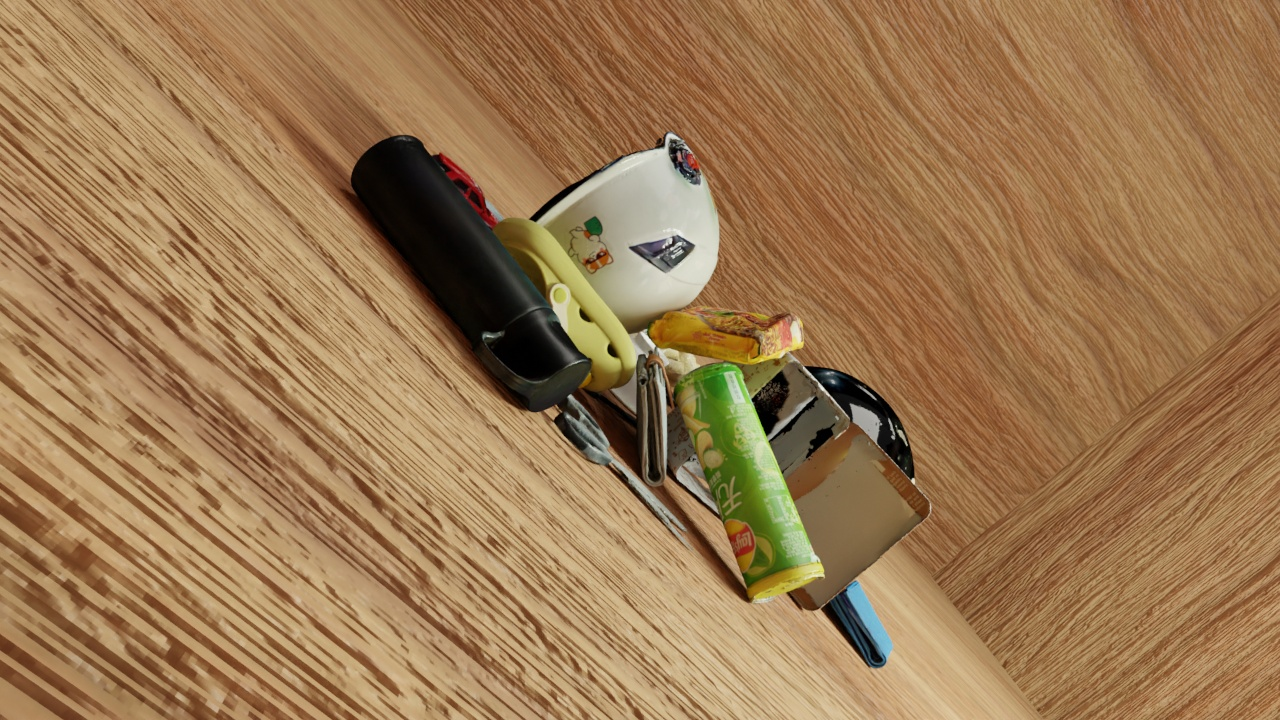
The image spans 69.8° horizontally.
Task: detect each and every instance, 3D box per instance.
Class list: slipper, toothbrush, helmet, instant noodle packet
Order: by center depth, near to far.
[{"bbox_3d":[-0.083,-0.037,0.825,0.092,0.081,0.190,0,-49,50],"label":"slipper"},{"bbox_3d":[0.086,-0.029,0.907,0.129,0.044,0.110,9,13,34],"label":"instant noodle packet"},{"bbox_3d":[-0.010,-0.109,0.945,0.157,0.230,0.273,53,15,-3],"label":"helmet"},{"bbox_3d":[-0.007,0.060,0.969,0.181,0.018,0.015,42,5,-47],"label":"toothbrush"},{"bbox_3d":[0.231,0.125,1.175,0.233,0.231,0.274,39,50,-50],"label":"helmet"}]

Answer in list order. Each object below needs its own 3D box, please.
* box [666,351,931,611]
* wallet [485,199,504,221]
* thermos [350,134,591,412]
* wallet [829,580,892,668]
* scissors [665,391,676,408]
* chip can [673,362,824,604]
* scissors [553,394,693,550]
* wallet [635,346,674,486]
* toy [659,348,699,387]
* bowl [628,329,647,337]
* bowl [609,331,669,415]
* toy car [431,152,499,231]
[{"bbox_3d":[0.157,0.117,0.984,0.272,0.179,0.130,46,6,-7],"label":"box"},{"bbox_3d":[-0.171,-0.154,1.150,0.121,0.019,0.097,48,9,-12],"label":"wallet"},{"bbox_3d":[-0.136,-0.070,0.702,0.242,0.068,0.089,50,19,18],"label":"thermos"},{"bbox_3d":[0.267,0.317,1.117,0.106,0.040,0.133,59,10,18],"label":"wallet"},{"bbox_3d":[0.065,0.068,1.316,0.225,0.022,0.220,48,7,11],"label":"scissors"},{"bbox_3d":[0.095,0.107,0.850,0.072,0.073,0.221,34,33,-62],"label":"chip can"},{"bbox_3d":[-0.018,0.092,0.762,0.163,0.014,0.166,54,7,26],"label":"scissors"},{"bbox_3d":[0.014,0.047,0.874,0.129,0.037,0.106,-96,-174,-77],"label":"wallet"},{"bbox_3d":[0.052,0.010,1.384,0.105,0.066,0.157,64,11,19],"label":"toy"},{"bbox_3d":[-0.014,-0.051,1.277,0.113,0.062,0.113,36,-10,7],"label":"bowl"},{"bbox_3d":[-0.006,0.006,1.063,0.118,0.065,0.118,47,8,-9],"label":"bowl"},{"bbox_3d":[-0.198,-0.182,1.025,0.120,0.045,0.053,45,9,-35],"label":"toy car"}]
